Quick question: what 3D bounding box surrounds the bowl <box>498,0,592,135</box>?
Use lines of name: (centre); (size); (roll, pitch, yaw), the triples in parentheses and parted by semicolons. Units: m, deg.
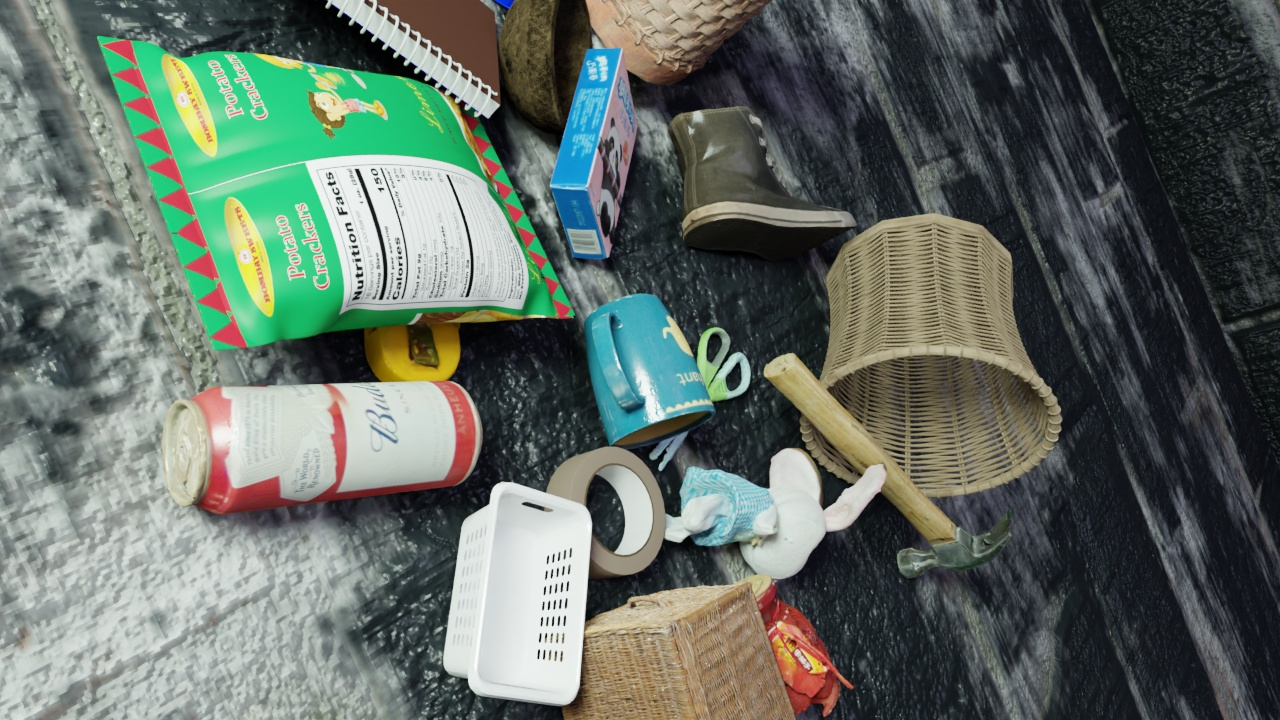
bowl: (-0.080, -0.240, 0.728); (0.121, 0.056, 0.121); (5, 89, -79)

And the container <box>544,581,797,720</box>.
container: (0.033, 0.254, 0.617); (0.112, 0.114, 0.198); (-12, 84, -51)

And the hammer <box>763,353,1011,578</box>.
hammer: (0.227, 0.103, 0.854); (0.330, 0.132, 0.033); (43, 46, -27)

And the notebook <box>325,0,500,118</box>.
notebook: (-0.185, -0.268, 0.629); (0.209, 0.022, 0.171); (32, 30, -33)

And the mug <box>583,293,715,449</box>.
mug: (-0.004, 0.004, 0.694); (0.112, 0.084, 0.104); (23, 46, -67)

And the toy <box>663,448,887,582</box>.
toy: (0.103, 0.135, 0.755); (0.205, 0.131, 0.105); (-3, 92, -40)

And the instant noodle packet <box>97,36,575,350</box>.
instant noodle packet: (-0.168, -0.102, 0.563); (0.252, 0.091, 0.195); (-9, 67, -50)

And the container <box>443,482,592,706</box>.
container: (-0.081, 0.151, 0.589); (0.080, 0.050, 0.129); (24, 58, -37)

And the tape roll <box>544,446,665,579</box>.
tape roll: (-0.025, 0.112, 0.676); (0.093, 0.030, 0.093); (19, 61, -40)

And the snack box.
snack box: (-0.034, -0.169, 0.746); (0.088, 0.033, 0.153); (75, 22, -57)

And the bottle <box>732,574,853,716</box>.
bottle: (0.102, 0.231, 0.710); (0.098, 0.099, 0.111); (-32, 93, -47)

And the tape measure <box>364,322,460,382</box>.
tape measure: (-0.149, -0.009, 0.600); (0.068, 0.030, 0.059); (3, 70, -44)

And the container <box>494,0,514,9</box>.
container: (-0.113, -0.363, 0.758); (0.096, 0.058, 0.114); (20, 61, -39)

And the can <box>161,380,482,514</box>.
can: (-0.174, 0.046, 0.524); (0.169, 0.067, 0.067); (0, 74, -45)

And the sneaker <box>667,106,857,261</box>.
sneaker: (0.123, -0.169, 0.902); (0.234, 0.095, 0.119); (0, 74, -38)

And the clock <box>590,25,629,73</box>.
clock: (-0.030, -0.305, 0.829); (0.124, 0.044, 0.087); (-9, 80, -47)

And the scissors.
scissors: (0.047, 0.033, 0.797); (0.072, 0.033, 0.175); (57, 40, -17)

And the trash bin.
trash bin: (0.066, -0.343, 0.753); (0.151, 0.211, 0.151); (20, 61, -40)

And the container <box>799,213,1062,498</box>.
container: (0.276, -0.008, 0.899); (0.227, 0.228, 0.195); (38, 44, -29)
